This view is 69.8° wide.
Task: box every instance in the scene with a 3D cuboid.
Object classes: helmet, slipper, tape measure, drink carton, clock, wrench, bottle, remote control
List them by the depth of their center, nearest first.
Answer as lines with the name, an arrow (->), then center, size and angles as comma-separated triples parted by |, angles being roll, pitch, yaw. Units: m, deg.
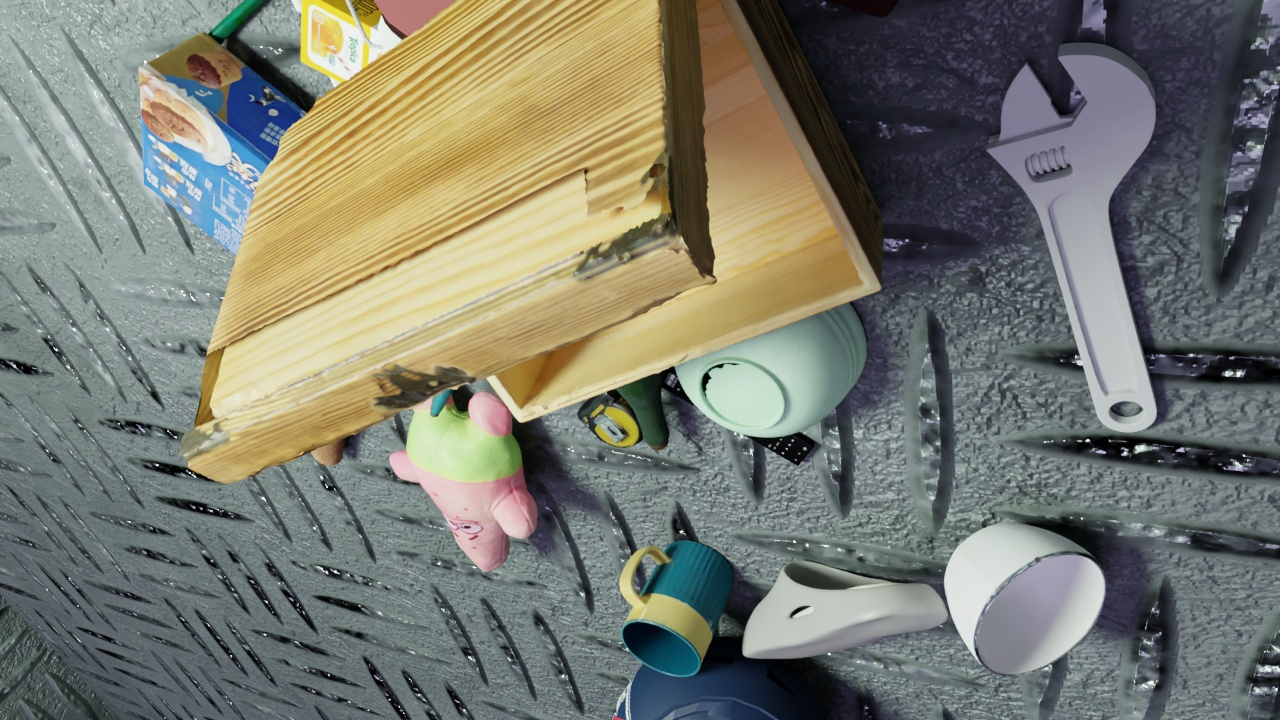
wrench -> 0.283, -0.061, 0.557 | 0.087, 0.018, 0.273 | -10, 123, 35
clock -> -0.135, -0.250, 0.591 | 0.138, 0.048, 0.096 | -17, 102, 28
drink carton -> -0.184, -0.223, 0.670 | 0.122, 0.040, 0.059 | 29, 137, 5
bottle -> -0.004, 0.004, 0.755 | 0.055, 0.055, 0.174 | 4, 129, 28
remote control -> 0.079, 0.045, 0.776 | 0.140, 0.009, 0.030 | 30, 137, 4
tape measure -> -0.021, 0.051, 0.823 | 0.061, 0.034, 0.062 | 36, 138, -6
slipper -> 0.172, 0.214, 0.824 | 0.112, 0.080, 0.267 | 1, 157, -16
helmet -> 0.060, 0.399, 0.944 | 0.272, 0.232, 0.223 | -9, 95, 4

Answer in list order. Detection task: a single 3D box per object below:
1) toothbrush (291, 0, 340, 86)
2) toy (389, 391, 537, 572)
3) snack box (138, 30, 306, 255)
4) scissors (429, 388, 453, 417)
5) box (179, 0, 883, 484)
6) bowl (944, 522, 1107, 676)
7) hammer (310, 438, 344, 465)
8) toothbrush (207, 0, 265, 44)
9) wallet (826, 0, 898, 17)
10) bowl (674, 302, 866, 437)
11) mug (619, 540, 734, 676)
toothbrush -> -0.233, -0.201, 0.735 | 0.012, 0.017, 0.187 | 3, 130, 30
toy -> -0.174, 0.129, 0.935 | 0.192, 0.096, 0.237 | 18, 129, 29
snack box -> -0.319, -0.149, 0.782 | 0.202, 0.069, 0.155 | 38, 144, -3
scissors -> -0.184, -0.019, 0.854 | 0.124, 0.019, 0.154 | 33, 116, 39
box -> -0.060, -0.073, 0.482 | 0.280, 0.322, 0.284 | -20, 114, 29
bowl -> 0.287, 0.176, 0.703 | 0.116, 0.065, 0.116 | -7, 117, -15
hammer -> -0.317, 0.033, 0.967 | 0.158, 0.037, 0.302 | 44, 142, 9
toothbrush -> -0.274, -0.280, 0.691 | 0.190, 0.016, 0.017 | -14, 124, 39
wallet -> 0.095, -0.248, 0.502 | 0.116, 0.018, 0.092 | 23, 136, 14
bowl -> 0.086, 0.003, 0.687 | 0.151, 0.076, 0.151 | 16, 134, 17
mug -> 0.030, 0.231, 0.902 | 0.083, 0.107, 0.113 | -26, 112, 45
